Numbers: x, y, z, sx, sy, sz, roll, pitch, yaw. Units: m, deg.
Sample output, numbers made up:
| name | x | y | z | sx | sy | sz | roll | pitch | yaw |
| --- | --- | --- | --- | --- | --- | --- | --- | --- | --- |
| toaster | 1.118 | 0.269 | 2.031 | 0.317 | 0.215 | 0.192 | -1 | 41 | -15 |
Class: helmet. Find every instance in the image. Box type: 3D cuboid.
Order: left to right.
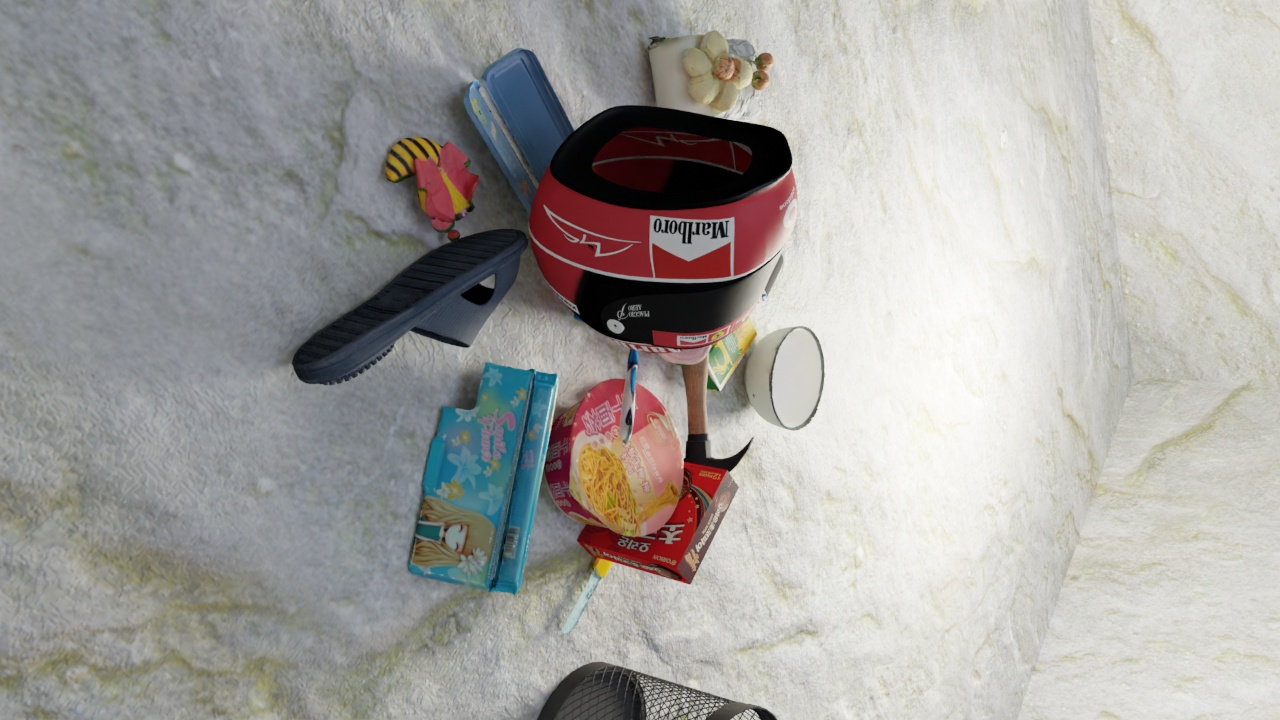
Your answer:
| name | x | y | z | sx | sy | sz | roll | pitch | yaw |
| --- | --- | --- | --- | --- | --- | --- | --- | --- | --- |
| helmet | 0.023 | -0.114 | 0.901 | 0.197 | 0.271 | 0.225 | -55 | 149 | -36 |

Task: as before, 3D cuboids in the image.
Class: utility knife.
| name | x | y | z | sx | sy | sz | roll | pitch | yaw |
| --- | --- | --- | --- | --- | --- | --- | --- | --- | --- |
| utility knife | -0.039 | 0.236 | 1.134 | 0.030 | 0.019 | 0.227 | 52 | 52 | -33 |

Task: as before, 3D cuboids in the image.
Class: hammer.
| name | x | y | z | sx | sy | sz | roll | pitch | yaw |
| --- | --- | --- | --- | --- | --- | --- | --- | --- | --- |
| hammer | 0.076 | 0.001 | 1.185 | 0.040 | 0.132 | 0.305 | 15 | 72 | -79 |

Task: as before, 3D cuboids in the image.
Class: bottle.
| name | x | y | z | sx | sy | sz | roll | pitch | yaw |
| --- | --- | --- | --- | --- | --- | --- | --- | --- | --- |
| bottle | 0.167 | -0.115 | 1.312 | 0.047 | 0.047 | 0.112 | 50 | 58 | -41 |

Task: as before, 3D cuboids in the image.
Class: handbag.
| name | x | y | z | sx | sy | sz | roll | pitch | yaw |
| --- | --- | --- | --- | --- | --- | --- | --- | --- | --- |
| handbag | 0.099 | -0.350 | 1.142 | 0.171 | 0.124 | 0.112 | -16 | 101 | -42 |

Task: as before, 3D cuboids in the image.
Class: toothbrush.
| name | x | y | z | sx | sy | sz | roll | pitch | yaw |
| --- | --- | --- | --- | --- | --- | --- | --- | --- | --- |
| toothbrush | -0.006 | 0.006 | 1.044 | 0.016 | 0.017 | 0.188 | 26 | 59 | -36 |

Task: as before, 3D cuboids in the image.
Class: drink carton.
| name | x | y | z | sx | sy | sz | roll | pitch | yaw |
| --- | --- | --- | --- | --- | --- | --- | --- | --- | --- |
| drink carton | 0.111 | -0.022 | 1.262 | 0.122 | 0.041 | 0.058 | -53 | 131 | -31 |

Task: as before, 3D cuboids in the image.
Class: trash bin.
| name | x | y | z | sx | sy | sz | roll | pitch | yaw |
| --- | --- | --- | --- | --- | --- | --- | --- | --- | --- |
| trash bin | 0.015 | 0.476 | 1.064 | 0.217 | 0.228 | 0.218 | -8 | 101 | -49 |

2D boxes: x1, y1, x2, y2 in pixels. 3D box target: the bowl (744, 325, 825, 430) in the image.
| name | x | y | z | sx | sy | sz | roll | pitch | yaw |
| --- | --- | --- | --- | --- | --- | --- | --- | --- | --- |
| bowl | 0.205 | 0.023 | 1.354 | 0.153 | 0.073 | 0.153 | -9 | 102 | -49 |

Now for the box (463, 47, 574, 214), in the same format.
| name | x | y | z | sx | sy | sz | roll | pitch | yaw |
| --- | --- | --- | --- | --- | --- | --- | --- | --- | --- |
| box | -0.112 | -0.214 | 0.973 | 0.121 | 0.047 | 0.209 | -55 | 132 | -31 |

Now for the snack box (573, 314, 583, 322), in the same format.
| name | x | y | z | sx | sy | sz | roll | pitch | yaw |
| --- | --- | --- | --- | --- | --- | --- | --- | --- | --- |
| snack box | -0.026 | -0.115 | 1.059 | 0.087 | 0.033 | 0.154 | 3 | 103 | -65 |

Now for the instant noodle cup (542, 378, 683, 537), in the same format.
| name | x | y | z | sx | sy | sz | roll | pitch | yaw |
| --- | --- | --- | --- | --- | --- | --- | --- | --- | --- |
| instant noodle cup | -0.038 | 0.115 | 1.047 | 0.178 | 0.078 | 0.178 | 17 | 65 | -43 |

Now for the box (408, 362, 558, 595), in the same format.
| name | x | y | z | sx | sy | sz | roll | pitch | yaw |
| --- | --- | --- | --- | --- | --- | --- | --- | --- | --- |
| box | -0.165 | 0.115 | 0.946 | 0.117 | 0.097 | 0.226 | 12 | 85 | -16 |

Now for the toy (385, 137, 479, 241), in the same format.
| name | x | y | z | sx | sy | sz | roll | pitch | yaw |
| --- | --- | --- | --- | --- | --- | --- | --- | --- | --- |
| toy | -0.195 | -0.170 | 0.879 | 0.103 | 0.046 | 0.084 | 44 | 65 | -34 |

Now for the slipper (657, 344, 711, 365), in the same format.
| name | x | y | z | sx | sy | sz | roll | pitch | yaw |
| --- | --- | --- | --- | --- | --- | --- | --- | --- | --- |
| slipper | 0.047 | -0.108 | 1.117 | 0.064 | 0.094 | 0.239 | -102 | -169 | -78 |

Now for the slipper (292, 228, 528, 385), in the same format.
| name | x | y | z | sx | sy | sz | roll | pitch | yaw |
| --- | --- | --- | --- | --- | --- | --- | --- | --- | --- |
| slipper | -0.194 | -0.037 | 0.854 | 0.262 | 0.101 | 0.082 | -41 | 123 | -35 |

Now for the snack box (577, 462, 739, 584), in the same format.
| name | x | y | z | sx | sy | sz | roll | pitch | yaw |
| --- | --- | --- | --- | --- | --- | --- | --- | --- | --- |
| snack box | 0.020 | 0.183 | 1.092 | 0.132 | 0.152 | 0.036 | -59 | 134 | -27 |
